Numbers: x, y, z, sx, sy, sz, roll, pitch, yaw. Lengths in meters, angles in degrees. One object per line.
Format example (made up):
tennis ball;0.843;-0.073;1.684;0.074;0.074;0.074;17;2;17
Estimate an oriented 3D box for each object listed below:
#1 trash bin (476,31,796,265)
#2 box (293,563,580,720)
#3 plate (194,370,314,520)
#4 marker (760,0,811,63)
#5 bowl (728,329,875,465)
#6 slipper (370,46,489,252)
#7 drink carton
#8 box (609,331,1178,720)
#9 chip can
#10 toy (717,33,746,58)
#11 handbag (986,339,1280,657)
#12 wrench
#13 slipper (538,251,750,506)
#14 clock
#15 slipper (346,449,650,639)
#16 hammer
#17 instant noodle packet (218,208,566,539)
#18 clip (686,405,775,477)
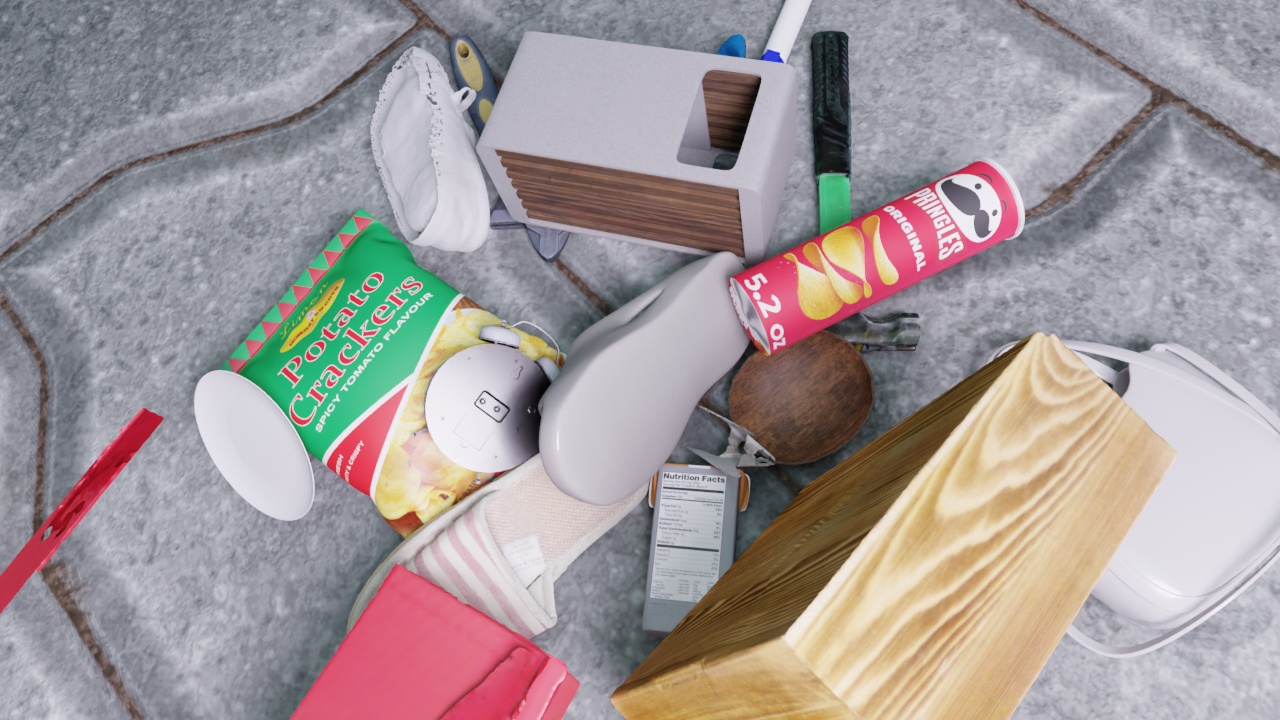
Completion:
trash bin;0.002;-0.174;0.757;0.229;0.114;0.114;12;70;15
box;-0.151;0.270;0.604;0.165;0.153;0.213;22;66;22
plate;-0.305;0.067;0.731;0.134;0.135;0.011;30;38;17
marker;0.138;-0.314;0.871;0.023;0.027;0.133;20;72;10
bowl;0.128;0.031;0.727;0.114;0.026;0.102;-33;68;6
slipper;-0.188;-0.195;0.832;0.112;0.074;0.246;-34;55;17
drink carton;0.040;0.143;0.685;0.076;0.048;0.124;3;68;8
box;0.179;0.231;0.493;0.285;0.280;0.334;-38;83;-28
chip can;0.181;-0.080;0.712;0.220;0.069;0.069;-26;67;-5
toy;0.031;-0.254;0.837;0.176;0.071;0.112;8;62;-1
handbag;0.334;0.070;0.657;0.215;0.096;0.222;-38;63;-11
wrench;-0.131;-0.205;0.864;0.073;0.022;0.273;-22;67;-2
slipper;-0.004;0.004;0.703;0.081;0.113;0.265;5;39;38
clock;-0.109;0.026;0.692;0.094;0.035;0.122;39;77;-15
slipper;-0.098;0.147;0.683;0.262;0.052;0.115;-40;98;-13
hammer;0.168;-0.156;0.802;0.130;0.032;0.318;1;67;8
instant noodle packet;-0.197;0.015;0.744;0.253;0.090;0.195;35;78;12
clip;0.070;0.063;0.690;0.052;0.102;0.058;-22;102;-10
